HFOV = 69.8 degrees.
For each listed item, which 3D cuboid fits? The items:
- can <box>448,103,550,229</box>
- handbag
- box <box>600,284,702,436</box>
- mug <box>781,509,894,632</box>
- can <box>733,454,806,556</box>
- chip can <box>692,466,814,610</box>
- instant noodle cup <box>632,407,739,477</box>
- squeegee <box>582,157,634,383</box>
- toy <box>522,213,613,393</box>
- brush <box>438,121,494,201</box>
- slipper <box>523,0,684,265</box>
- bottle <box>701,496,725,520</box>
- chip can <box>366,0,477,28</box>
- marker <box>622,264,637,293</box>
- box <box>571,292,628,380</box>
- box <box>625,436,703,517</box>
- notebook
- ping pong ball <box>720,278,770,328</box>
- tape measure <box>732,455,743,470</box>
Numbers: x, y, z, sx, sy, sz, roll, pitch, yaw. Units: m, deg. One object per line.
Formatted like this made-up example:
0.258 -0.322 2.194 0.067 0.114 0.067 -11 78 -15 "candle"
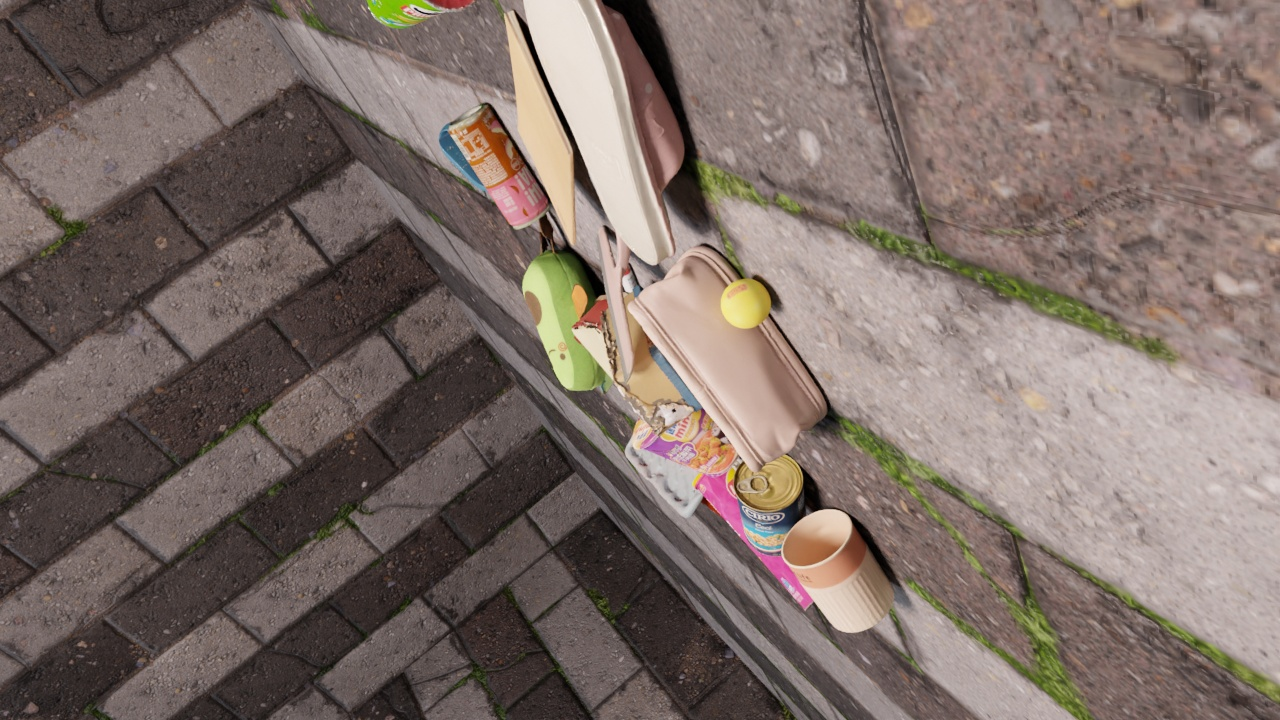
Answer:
-0.171 -0.235 1.117 0.147 0.058 0.058 58 167 -26 "can"
0.068 -0.004 0.878 0.193 0.093 0.234 53 177 -6 "handbag"
0.008 -0.006 0.954 0.090 0.061 0.184 51 -166 -30 "box"
0.211 0.218 0.989 0.106 0.082 0.114 55 -165 -21 "mug"
0.148 0.163 1.029 0.075 0.075 0.111 43 162 36 "can"
0.160 0.211 1.156 0.210 0.071 0.071 47 168 20 "chip can"
0.061 0.071 1.014 0.099 0.111 0.112 31 173 -12 "instant noodle cup"
-0.034 -0.150 0.861 0.247 0.040 0.250 -102 0 -48 "squeegee"
-0.103 -0.069 1.226 0.227 0.090 0.246 142 110 -73 "toy"
-0.217 -0.269 1.198 0.144 0.055 0.073 46 169 28 "brush"
-0.016 -0.183 0.685 0.114 0.054 0.275 42 162 41 "slipper"
0.101 0.180 1.325 0.060 0.059 0.206 56 168 -20 "bottle"
-0.207 -0.356 0.861 0.072 0.072 0.236 58 168 -26 "chip can"
-0.001 -0.064 1.084 0.017 0.017 0.145 43 165 39 "marker"
-0.006 0.006 1.099 0.168 0.076 0.091 50 159 -18 "box"
0.026 0.125 1.315 0.119 0.098 0.201 47 177 -36 "box"
-0.094 -0.215 0.894 0.212 0.012 0.149 104 143 -75 "notebook"
0.085 -0.046 0.743 0.040 0.040 0.040 49 168 14 "ping pong ball"
0.128 0.116 1.091 0.066 0.033 0.066 33 156 58 "tape measure"
